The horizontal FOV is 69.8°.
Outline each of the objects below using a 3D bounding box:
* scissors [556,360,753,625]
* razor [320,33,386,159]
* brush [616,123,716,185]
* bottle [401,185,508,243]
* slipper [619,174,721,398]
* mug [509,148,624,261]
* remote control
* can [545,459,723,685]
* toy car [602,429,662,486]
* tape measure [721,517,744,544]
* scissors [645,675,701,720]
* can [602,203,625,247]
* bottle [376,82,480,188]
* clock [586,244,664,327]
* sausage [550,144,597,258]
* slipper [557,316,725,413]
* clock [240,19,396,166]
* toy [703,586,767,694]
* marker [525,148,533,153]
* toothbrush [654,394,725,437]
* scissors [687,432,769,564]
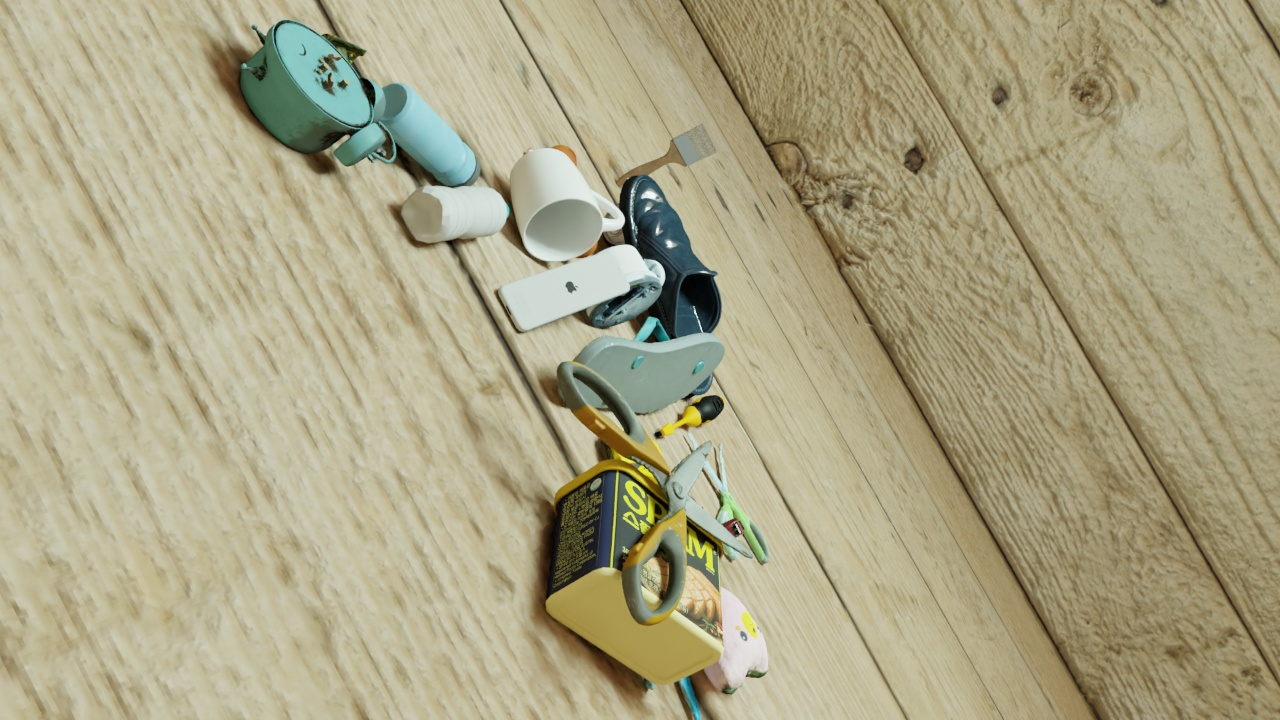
[{"bbox_3d":[0.009,0.089,0.665,0.230,0.016,0.224,53,28,-8],"label":"scissors"},{"bbox_3d":[-0.228,-0.210,0.741,0.106,0.026,0.042,67,19,9],"label":"razor"},{"bbox_3d":[0.030,-0.274,1.255,0.045,0.143,0.008,58,20,-31],"label":"brush"},{"bbox_3d":[-0.148,-0.124,0.773,0.044,0.044,0.136,60,20,0],"label":"bottle"},{"bbox_3d":[0.055,-0.092,1.059,0.108,0.084,0.265,-18,93,-56],"label":"slipper"},{"bbox_3d":[-0.073,-0.157,0.918,0.114,0.081,0.087,1,47,-28],"label":"mug"},{"bbox_3d":[-0.067,-0.065,0.846,0.146,0.008,0.045,-25,85,-44],"label":"remote control"},{"bbox_3d":[-0.001,0.157,0.674,0.135,0.075,0.104,41,29,-26],"label":"can"},{"bbox_3d":[0.000,0.092,0.847,0.106,0.030,0.049,26,37,-58],"label":"toy car"},{"bbox_3d":[0.076,0.168,0.874,0.019,0.059,0.051,62,21,8],"label":"tape measure"},{"bbox_3d":[0.020,0.221,0.744,0.140,0.011,0.133,60,22,-1],"label":"scissors"},{"bbox_3d":[0.002,-0.154,1.141,0.114,0.063,0.063,17,46,-61],"label":"can"},{"bbox_3d":[-0.175,-0.183,0.773,0.040,0.040,0.130,69,11,23],"label":"bottle"},{"bbox_3d":[-0.018,-0.075,0.959,0.057,0.083,0.117,60,20,19],"label":"clock"},{"bbox_3d":[-0.080,-0.174,1.001,0.039,0.044,0.164,51,19,-51],"label":"sausage"},{"bbox_3d":[-0.005,0.005,0.895,0.055,0.098,0.268,41,21,23],"label":"slipper"},{"bbox_3d":[-0.227,-0.185,0.660,0.124,0.053,0.090,41,28,-41],"label":"clock"},{"bbox_3d":[0.071,0.228,0.766,0.102,0.050,0.093,27,38,-64],"label":"toy"},{"bbox_3d":[-0.110,-0.182,0.989,0.013,0.013,0.142,37,30,-46],"label":"marker"},{"bbox_3d":[0.059,0.062,1.028,0.031,0.031,0.196,66,23,3],"label":"toothbrush"},{"bbox_3d":[0.096,0.154,1.006,0.171,0.024,0.165,56,26,-3],"label":"scissors"}]
